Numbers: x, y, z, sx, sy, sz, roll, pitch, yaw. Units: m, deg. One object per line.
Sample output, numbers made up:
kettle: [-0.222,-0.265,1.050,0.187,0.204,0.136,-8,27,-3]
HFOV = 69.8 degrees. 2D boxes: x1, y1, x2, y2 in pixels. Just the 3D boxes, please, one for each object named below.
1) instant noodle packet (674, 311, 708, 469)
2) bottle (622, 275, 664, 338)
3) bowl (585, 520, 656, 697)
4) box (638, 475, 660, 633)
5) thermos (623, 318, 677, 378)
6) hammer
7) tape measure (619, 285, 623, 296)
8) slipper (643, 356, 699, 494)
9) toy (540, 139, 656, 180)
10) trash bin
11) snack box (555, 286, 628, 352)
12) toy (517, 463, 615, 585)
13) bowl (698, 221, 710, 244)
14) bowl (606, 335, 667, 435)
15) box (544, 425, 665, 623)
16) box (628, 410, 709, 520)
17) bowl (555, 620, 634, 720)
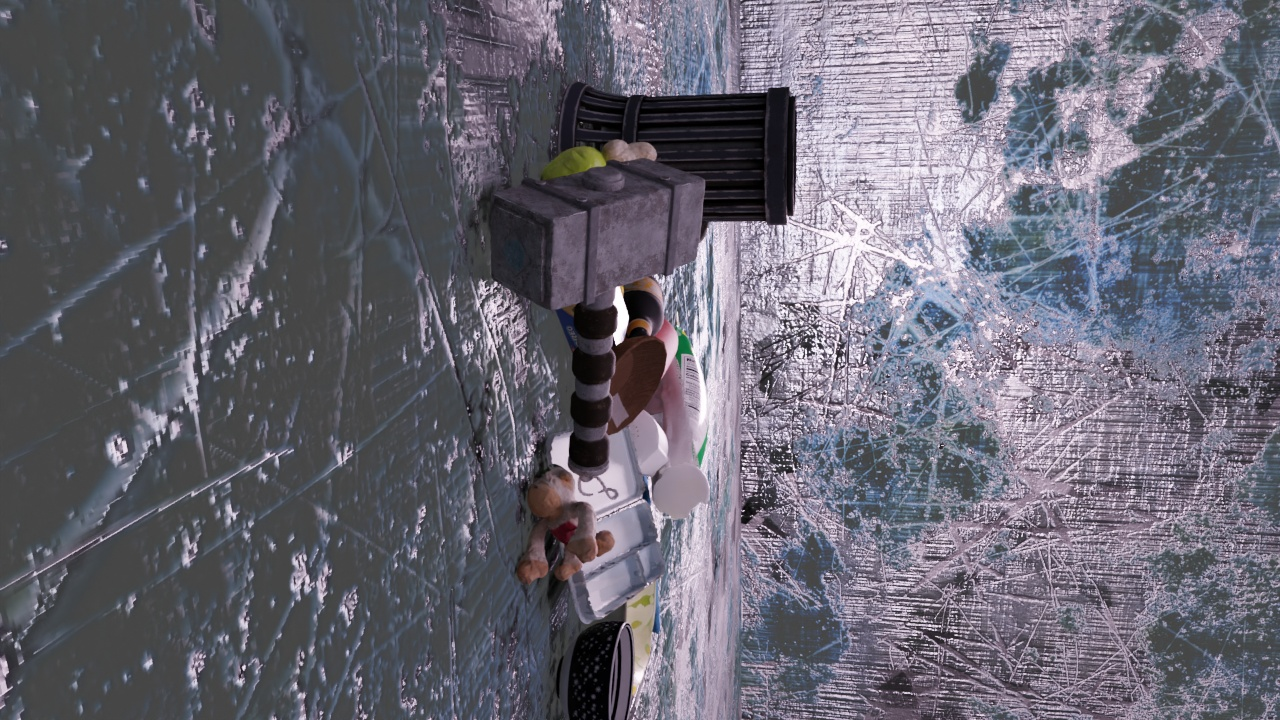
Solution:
instant noodle packet: [0.061,0.083,1.425,0.196,0.090,0.252,78,13,-60]
bottle: [-0.002,-0.054,1.089,0.181,0.059,0.059,-91,178,-69]
bowl: [-0.024,0.286,1.093,0.189,0.060,0.218,77,17,-49]
box: [-0.006,0.265,1.267,0.093,0.052,0.232,-102,-174,-60]
thermos: [-0.007,0.006,1.118,0.239,0.073,0.073,-57,146,-69]
hammer: [-0.041,-0.006,0.796,0.176,0.079,0.327,-23,130,-40]
tape measure: [-0.041,-0.054,1.023,0.064,0.037,0.066,-82,-178,-57]
slipper: [0.027,0.082,1.239,0.112,0.074,0.246,129,-41,-50]
toy: [-0.037,-0.169,0.868,0.092,0.115,0.046,73,-9,-51]
trash bin: [0.047,-0.210,0.959,0.164,0.227,0.164,2,89,-79]
snack box: [-0.058,-0.079,0.891,0.207,0.057,0.056,75,23,-57]
toy: [-0.068,0.139,0.820,0.074,0.085,0.106,11,57,-46]
bowl: [0.016,-0.216,1.147,0.178,0.081,0.178,-14,108,-50]
bowl: [-0.021,0.021,0.942,0.117,0.030,0.118,-40,149,-30]
box: [-0.035,0.159,0.955,0.208,0.037,0.188,-8,80,-70]
box: [0.016,0.124,1.100,0.080,0.150,0.106,-47,166,-2]
bowl: [-0.050,0.328,0.943,0.120,0.066,0.120,2,89,-79]
